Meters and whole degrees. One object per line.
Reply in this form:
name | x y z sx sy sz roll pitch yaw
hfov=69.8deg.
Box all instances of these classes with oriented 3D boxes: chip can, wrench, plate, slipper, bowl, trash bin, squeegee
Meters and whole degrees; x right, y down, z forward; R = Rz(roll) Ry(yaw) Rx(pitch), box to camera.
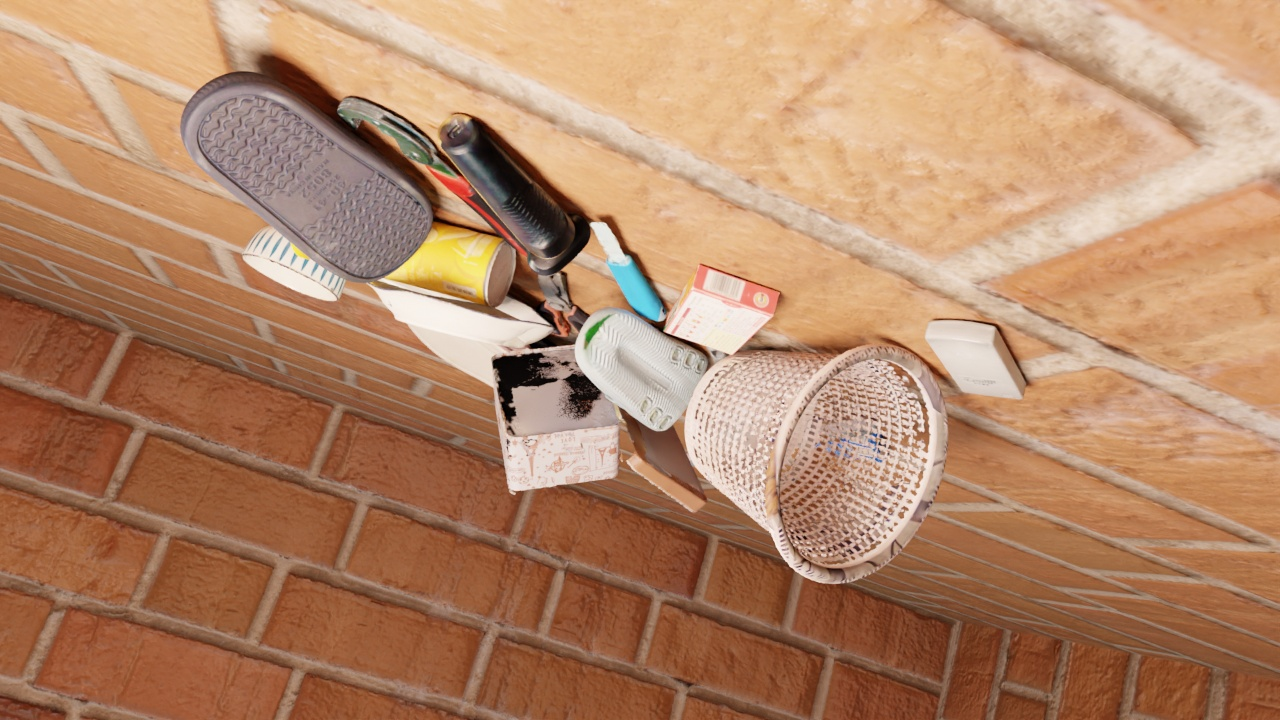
chip can | -0.234 -0.111 0.906 0.213 0.072 0.072 15 166 10
wrench | -0.150 -0.142 0.794 0.056 0.016 0.273 12 165 36
plate | -0.231 -0.076 1.079 0.265 0.034 0.162 26 166 -17
plate | -0.188 -0.045 0.924 0.163 0.034 0.164 13 -178 -39
slipper | -0.193 -0.009 1.217 0.274 0.054 0.114 33 147 1
bowl | -0.392 -0.122 1.065 0.116 0.066 0.116 20 166 5
trash bin | 0.155 0.079 0.910 0.227 0.227 0.192 28 176 -34
slipper | -0.006 0.006 1.001 0.074 0.104 0.245 26 175 32
squeegee | 0.125 0.036 1.065 0.248 0.040 0.249 -12 145 21
slipper | -0.267 -0.158 0.755 0.083 0.111 0.268 55 -176 26

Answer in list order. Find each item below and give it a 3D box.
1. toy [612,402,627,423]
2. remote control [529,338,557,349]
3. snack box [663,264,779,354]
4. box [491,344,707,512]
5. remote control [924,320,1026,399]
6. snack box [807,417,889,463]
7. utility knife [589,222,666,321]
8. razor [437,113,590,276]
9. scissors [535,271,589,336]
toy | -0.023 0.050 1.266 0.105 0.066 0.157 21 173 13
remote control | -0.148 -0.018 1.247 0.137 0.024 0.053 4 153 44
snack box | 0.073 -0.044 0.869 0.077 0.027 0.156 19 166 -4
box | -0.047 0.077 1.087 0.273 0.125 0.178 15 -152 -24
remote control | 0.288 0.000 0.783 0.056 0.019 0.135 8 163 37
snack box | 0.242 0.099 1.203 0.157 0.026 0.084 11 164 27
utility knife | -0.012 -0.081 0.848 0.034 0.018 0.216 16 167 17
razor | -0.101 -0.131 0.723 0.067 0.062 0.167 47 -179 38
scissors | -0.078 -0.057 1.035 0.196 0.015 0.206 28 163 -32
